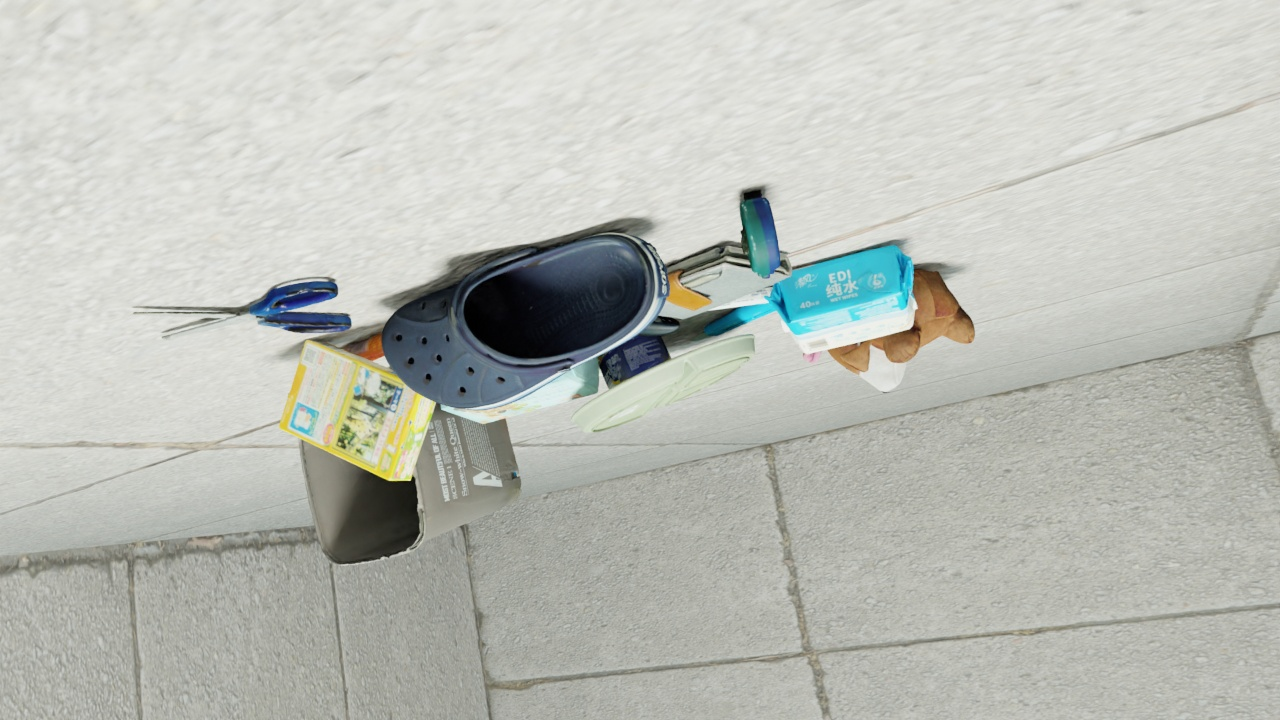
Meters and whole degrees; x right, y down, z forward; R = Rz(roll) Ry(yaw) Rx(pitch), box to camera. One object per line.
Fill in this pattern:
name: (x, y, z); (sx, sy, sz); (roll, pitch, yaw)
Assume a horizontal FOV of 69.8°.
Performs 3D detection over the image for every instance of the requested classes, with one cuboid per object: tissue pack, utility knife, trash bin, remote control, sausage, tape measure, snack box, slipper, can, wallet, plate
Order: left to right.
snack box: (-0.252, 0.043, 0.818); (0.140, 0.087, 0.033); (19, -178, 26)
sausage: (-0.230, -0.018, 0.847); (0.166, 0.021, 0.021); (-18, 167, 36)
trash bin: (-0.292, 0.144, 1.214); (0.199, 0.199, 0.219); (-17, 174, 32)
slipper: (-0.099, -0.025, 0.705); (0.253, 0.105, 0.095); (-17, 174, 23)
snack box: (-0.137, 0.024, 1.035); (0.175, 0.051, 0.074); (-15, 155, 28)
remote control: (-0.014, -0.039, 0.876); (0.053, 0.024, 0.136); (29, -166, 35)
can: (-0.006, 0.006, 1.062); (0.074, 0.049, 0.148); (-23, 171, -12)
plate: (0.030, 0.030, 1.043); (0.230, 0.027, 0.230); (-24, 171, -4)
wallet: (0.056, -0.065, 0.830); (0.130, 0.037, 0.106); (-20, 166, 41)
utility knife: (0.106, -0.045, 1.031); (0.034, 0.018, 0.186); (-5, 169, -29)
tape measure: (0.085, -0.091, 0.666); (0.025, 0.058, 0.054); (-12, 171, 6)
tissue pack: (0.198, -0.060, 0.893); (0.140, 0.063, 0.090); (-14, 155, 17)

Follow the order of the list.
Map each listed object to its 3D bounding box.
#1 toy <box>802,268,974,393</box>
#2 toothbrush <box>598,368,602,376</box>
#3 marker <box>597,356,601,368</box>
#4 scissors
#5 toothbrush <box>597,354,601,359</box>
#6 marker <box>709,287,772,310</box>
toy: (0.276, -0.028, 1.032); (0.140, 0.130, 0.200); (-12, 180, -24)
toothbrush: (-0.049, 0.016, 1.199); (0.189, 0.029, 0.020); (-4, 127, -35)
marker: (-0.056, 0.001, 1.121); (0.017, 0.017, 0.145); (-14, 168, 21)
scissors: (-0.299, -0.035, 0.722); (0.176, 0.012, 0.162); (-15, 169, 26)
toothbrush: (-0.046, -0.027, 0.990); (0.016, 0.015, 0.190); (-4, 169, -6)
marker: (0.102, -0.063, 0.935); (0.145, 0.017, 0.017); (-8, 169, -11)
